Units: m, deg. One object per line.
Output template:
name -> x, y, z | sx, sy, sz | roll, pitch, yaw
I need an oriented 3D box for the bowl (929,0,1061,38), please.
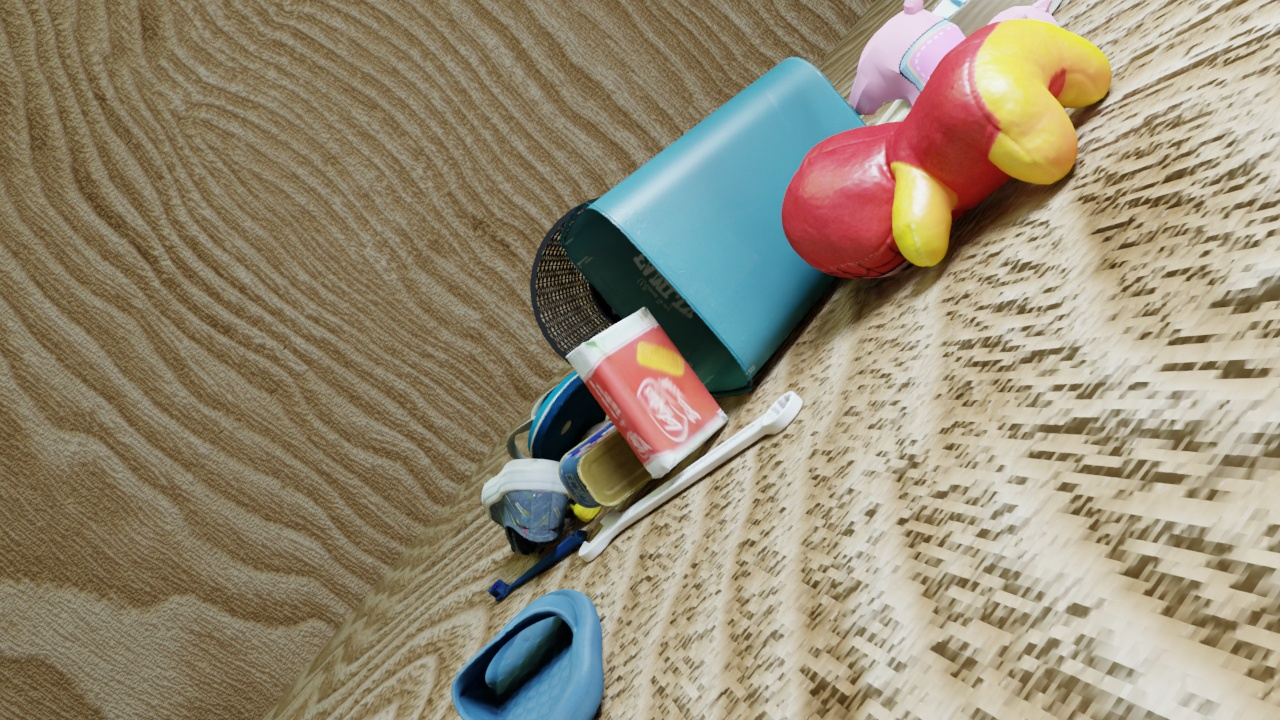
bowl -> 0.322, -0.321, 0.818 | 0.177, 0.071, 0.177 | -49, 7, 8

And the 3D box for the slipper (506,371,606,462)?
slipper -> -0.084, 0.068, 0.958 | 0.118, 0.060, 0.295 | -50, -12, -17

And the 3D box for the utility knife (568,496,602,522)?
utility knife -> -0.063, 0.141, 0.939 | 0.028, 0.020, 0.174 | -48, 6, -9

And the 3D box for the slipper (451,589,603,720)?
slipper -> -0.069, 0.187, 0.559 | 0.103, 0.059, 0.214 | -48, 8, -8

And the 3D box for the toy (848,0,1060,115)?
toy -> 0.231, -0.215, 0.676 | 0.067, 0.123, 0.158 | -35, -10, -25

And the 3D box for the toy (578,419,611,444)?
toy -> -0.034, 0.087, 0.917 | 0.112, 0.050, 0.087 | -28, -1, -33

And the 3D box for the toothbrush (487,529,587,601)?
toothbrush -> -0.102, 0.197, 0.880 | 0.191, 0.017, 0.016 | -42, 10, 46

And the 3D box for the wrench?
wrench -> 0.027, 0.091, 0.677 | 0.274, 0.009, 0.047 | -42, 10, 45

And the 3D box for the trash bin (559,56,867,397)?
trash bin -> 0.082, -0.113, 0.775 | 0.218, 0.196, 0.199 | -44, 6, -11

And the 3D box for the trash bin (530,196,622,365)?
trash bin -> -0.006, -0.100, 1.178 | 0.217, 0.217, 0.243 | -48, 0, 11

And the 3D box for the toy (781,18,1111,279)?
toy -> 0.176, -0.123, 0.579 | 0.147, 0.099, 0.217 | -45, 8, -36

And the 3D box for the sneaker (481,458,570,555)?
sneaker -> -0.116, 0.159, 0.920 | 0.236, 0.087, 0.079 | 123, 151, -69

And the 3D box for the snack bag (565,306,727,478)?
snack bag -> 0.007, 0.022, 0.694 | 0.076, 0.116, 0.036 | -33, -4, -39

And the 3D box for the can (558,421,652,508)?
can -> -0.014, 0.079, 0.758 | 0.099, 0.054, 0.059 | -35, 3, -21

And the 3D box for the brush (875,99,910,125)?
brush -> 0.204, -0.202, 1.027 | 0.273, 0.062, 0.077 | -40, 27, 32
